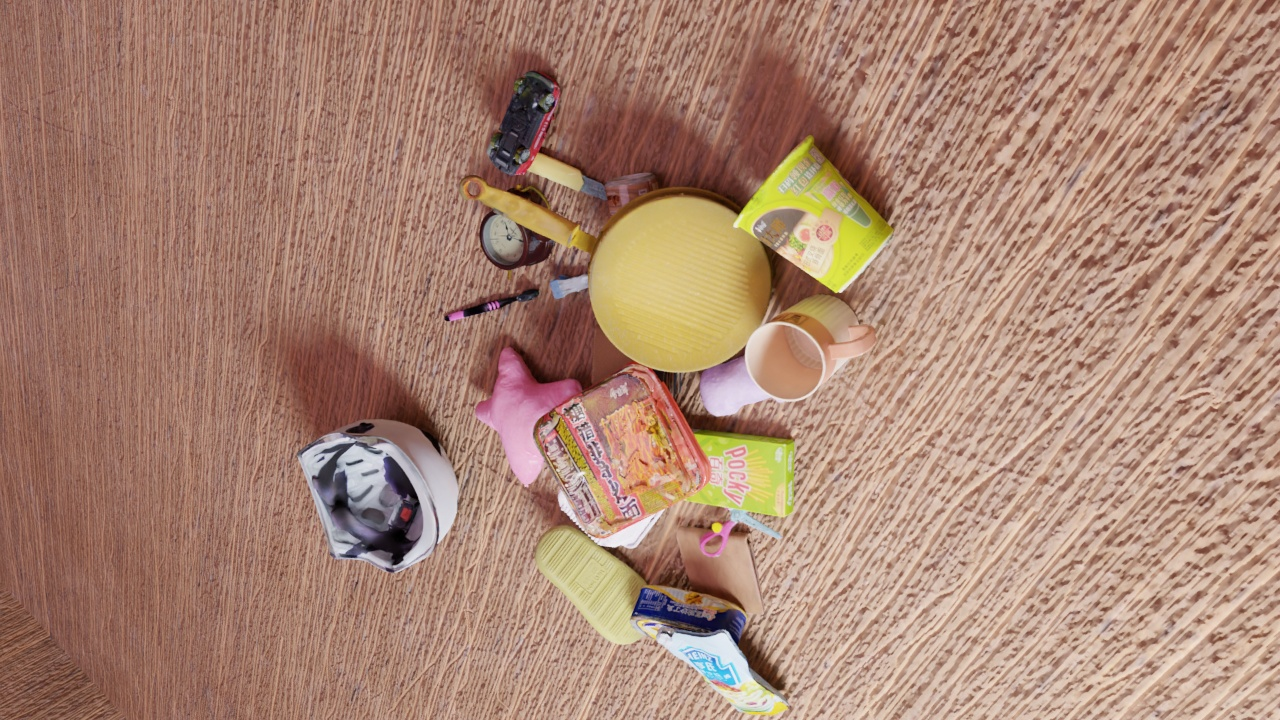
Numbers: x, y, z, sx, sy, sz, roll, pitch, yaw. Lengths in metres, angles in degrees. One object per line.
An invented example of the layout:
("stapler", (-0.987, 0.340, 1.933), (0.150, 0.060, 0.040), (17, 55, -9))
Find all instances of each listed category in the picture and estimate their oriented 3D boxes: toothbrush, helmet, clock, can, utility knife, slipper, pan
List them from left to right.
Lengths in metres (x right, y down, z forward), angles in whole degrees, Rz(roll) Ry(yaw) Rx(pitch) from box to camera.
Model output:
("helmet", (-0.365, 0.184, 1.363), (0.259, 0.145, 0.229), (-10, 105, 29))
("toothbrush", (-0.204, -0.071, 1.221), (0.190, 0.017, 0.014), (-11, 105, 39))
("clock", (-0.146, -0.160, 1.115), (0.082, 0.055, 0.122), (49, 127, 8))
("utility knife", (-0.113, -0.227, 1.086), (0.188, 0.020, 0.031), (30, 128, 29))
("slipper", (-0.063, 0.300, 1.252), (0.190, 0.091, 0.082), (43, 168, 1))
("pan", (-0.031, -0.116, 0.978), (0.357, 0.078, 0.198), (21, 108, -5))
("can", (-0.002, -0.146, 1.018), (0.059, 0.058, 0.116), (2, 110, 35))
("can", (0.059, 0.330, 1.167), (0.148, 0.049, 0.075), (5, 141, 27))

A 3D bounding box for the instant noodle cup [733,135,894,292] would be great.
("instant noodle cup", (0.172, -0.132, 0.877), (0.123, 0.111, 0.112), (42, 128, 4))

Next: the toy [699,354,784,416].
("toy", (0.107, 0.023, 1.029), (0.108, 0.038, 0.084), (-28, 75, 43))

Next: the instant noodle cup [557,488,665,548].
("instant noodle cup", (-0.037, 0.163, 1.178), (0.138, 0.060, 0.174), (41, 129, 13))

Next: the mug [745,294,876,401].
("mug", (0.178, -0.017, 0.916), (0.115, 0.105, 0.082), (-7, 105, 37))

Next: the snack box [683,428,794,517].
("snack box", (0.104, 0.128, 1.072), (0.157, 0.026, 0.086), (5, 99, 34))

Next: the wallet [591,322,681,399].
("wallet", (-0.007, 0.006, 1.106), (0.115, 0.033, 0.090), (16, 115, 30))

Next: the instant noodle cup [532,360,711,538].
("instant noodle cup", (-0.015, 0.100, 1.062), (0.189, 0.079, 0.164), (-30, 87, 28))

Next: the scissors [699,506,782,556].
("scissors", (0.109, 0.179, 1.102), (0.134, 0.017, 0.131), (-43, 70, 27))

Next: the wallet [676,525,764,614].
("wallet", (0.101, 0.262, 1.150), (0.101, 0.020, 0.115), (0, 112, 35))

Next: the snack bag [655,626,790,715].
("snack bag", (0.102, 0.380, 1.131), (0.110, 0.038, 0.191), (-1, 139, 44))

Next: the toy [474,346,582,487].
("toy", (-0.151, 0.082, 1.208), (0.195, 0.074, 0.179), (21, 110, 38))

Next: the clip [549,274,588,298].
("clip", (-0.081, -0.093, 1.123), (0.058, 0.045, 0.027), (-7, 103, 27))

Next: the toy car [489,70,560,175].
("toy car", (-0.132, -0.274, 1.062), (0.053, 0.045, 0.121), (36, 112, 20))
